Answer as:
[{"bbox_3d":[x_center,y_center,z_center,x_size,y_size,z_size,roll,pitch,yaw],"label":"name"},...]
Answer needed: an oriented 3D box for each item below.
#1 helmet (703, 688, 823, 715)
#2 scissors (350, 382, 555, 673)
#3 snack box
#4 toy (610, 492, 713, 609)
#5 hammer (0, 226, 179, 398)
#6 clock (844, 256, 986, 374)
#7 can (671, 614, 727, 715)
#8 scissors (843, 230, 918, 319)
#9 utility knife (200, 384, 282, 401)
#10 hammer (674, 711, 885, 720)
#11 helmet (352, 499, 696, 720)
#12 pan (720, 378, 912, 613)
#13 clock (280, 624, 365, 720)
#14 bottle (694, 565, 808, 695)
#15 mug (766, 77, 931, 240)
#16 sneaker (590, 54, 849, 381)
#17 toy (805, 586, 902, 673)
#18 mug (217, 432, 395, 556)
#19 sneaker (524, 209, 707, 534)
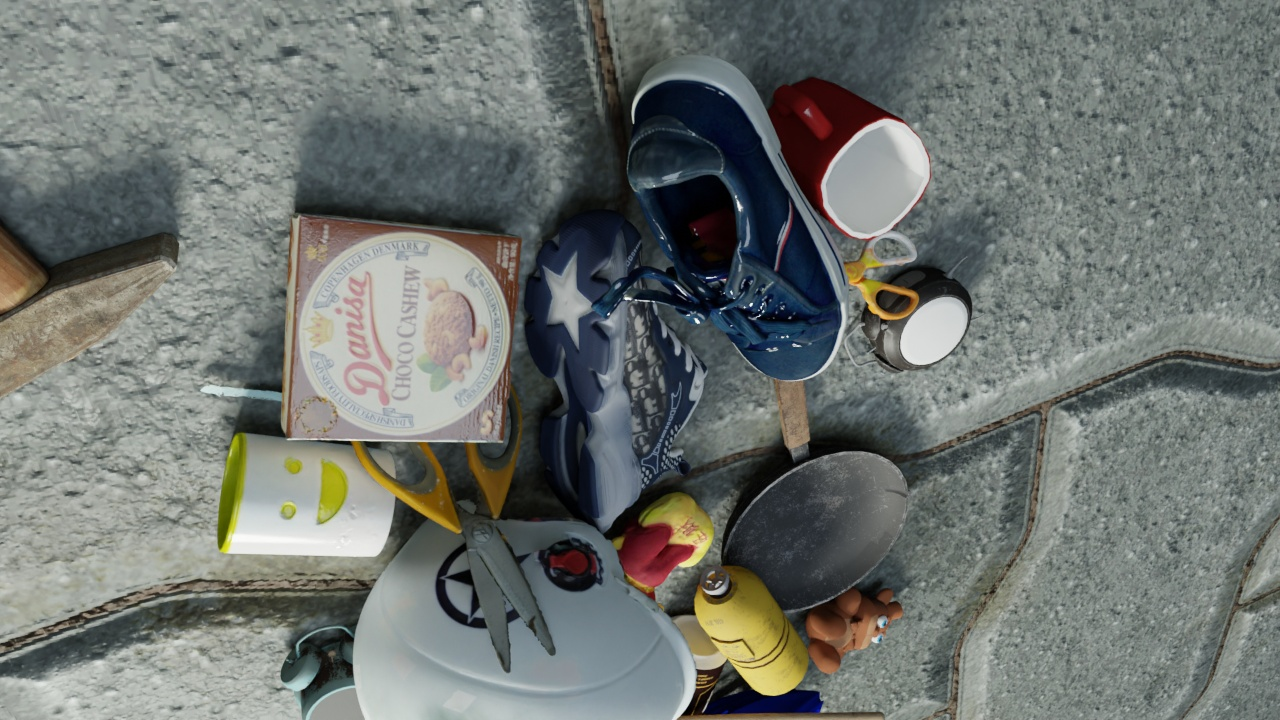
[{"bbox_3d":[0.117,0.470,0.961,0.241,0.227,0.148,-29,145,1],"label":"helmet"},{"bbox_3d":[-0.109,0.101,0.652,0.165,0.225,0.016,-32,169,-29],"label":"scissors"},{"bbox_3d":[-0.159,-0.020,0.611,0.146,0.041,0.143,3,100,-24],"label":"snack box"},{"bbox_3d":[0.008,0.180,0.830,0.105,0.067,0.137,28,99,-37],"label":"toy"},{"bbox_3d":[-0.399,-0.116,0.475,0.158,0.037,0.301,-30,128,-2],"label":"hammer"},{"bbox_3d":[0.242,-0.031,0.803,0.123,0.043,0.091,-35,128,1],"label":"clock"},{"bbox_3d":[0.039,0.324,0.929,0.071,0.072,0.129,3,120,-25],"label":"can"},{"bbox_3d":[0.171,-0.082,0.750,0.133,0.012,0.083,14,81,-12],"label":"scissors"},{"bbox_3d":[-0.229,0.030,0.659,0.158,0.015,0.022,8,140,-26],"label":"utility knife"},{"bbox_3d":[0.079,0.355,0.899,0.331,0.030,0.119,2,120,-10],"label":"hammer"},{"bbox_3d":[-0.101,0.249,0.703,0.264,0.163,0.237,21,126,11],"label":"helmet"},{"bbox_3d":[0.150,0.104,0.856,0.207,0.040,0.357,-22,126,-9],"label":"pan"},{"bbox_3d":[-0.253,0.274,0.782,0.090,0.053,0.124,-19,124,-12],"label":"clock"},{"bbox_3d":[0.099,0.247,0.862,0.071,0.071,0.164,-33,128,0],"label":"bottle"},{"bbox_3d":[0.131,-0.152,0.642,0.080,0.096,0.116,-46,127,9],"label":"mug"},{"bbox_3d":[0.061,-0.048,0.615,0.121,0.127,0.294,-2,146,26],"label":"sneaker"},{"bbox_3d":[0.237,0.289,0.999,0.127,0.065,0.095,-3,116,-28],"label":"toy"},{"bbox_3d":[-0.238,0.098,0.656,0.106,0.082,0.083,9,117,-30],"label":"mug"},{"bbox_3d":[-0.004,0.004,0.702,0.132,0.103,0.270,-20,129,-29],"label":"sneaker"}]
